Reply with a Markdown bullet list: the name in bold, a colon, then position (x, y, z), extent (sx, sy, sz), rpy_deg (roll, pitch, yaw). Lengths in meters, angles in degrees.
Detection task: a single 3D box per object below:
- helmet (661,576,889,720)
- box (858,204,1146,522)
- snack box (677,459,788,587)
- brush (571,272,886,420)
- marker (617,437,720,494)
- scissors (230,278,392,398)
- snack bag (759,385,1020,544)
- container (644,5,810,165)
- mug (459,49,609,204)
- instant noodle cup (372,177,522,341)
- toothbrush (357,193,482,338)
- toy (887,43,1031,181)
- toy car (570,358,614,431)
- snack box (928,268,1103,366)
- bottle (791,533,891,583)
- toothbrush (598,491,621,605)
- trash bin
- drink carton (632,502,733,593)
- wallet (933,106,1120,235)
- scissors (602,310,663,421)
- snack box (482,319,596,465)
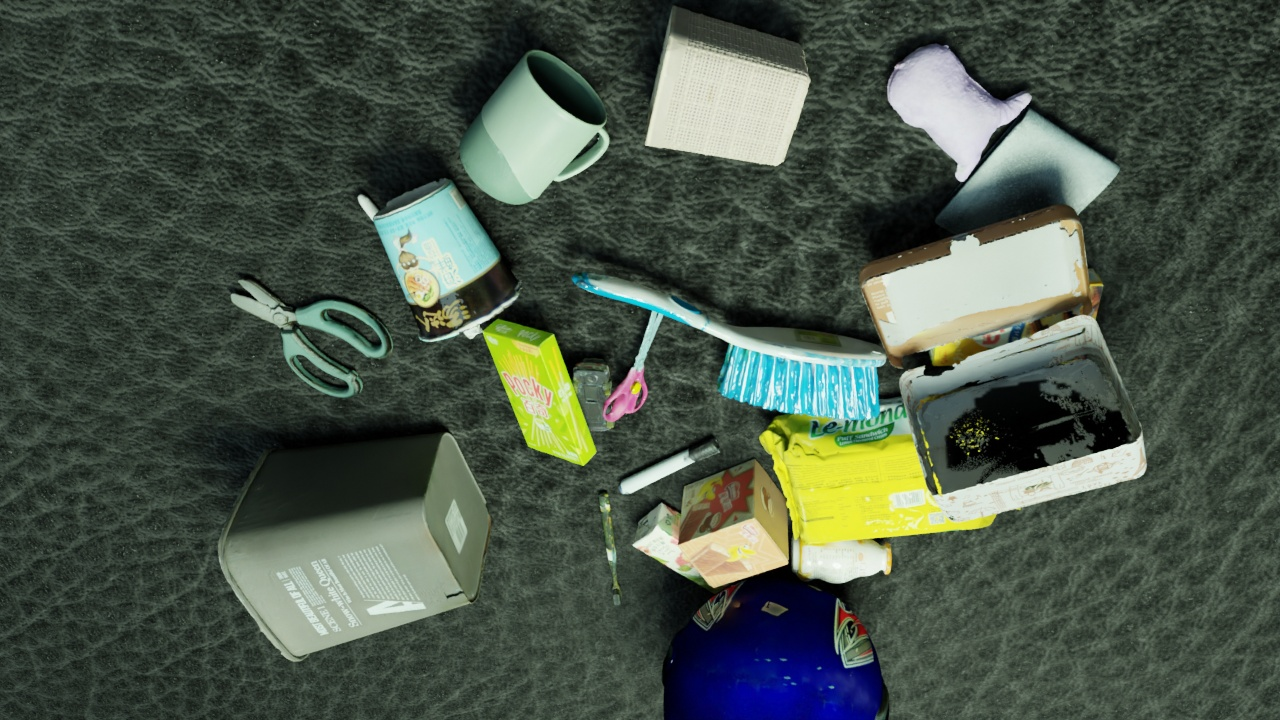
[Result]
- **helmet**: position (0.155, 0.369, 1.043), extent (0.247, 0.240, 0.315), rpy_deg (13, 172, 15)
- **box**: position (0.307, 0.018, 0.770), extent (0.181, 0.157, 0.217), rpy_deg (-17, 135, 19)
- **snack box**: position (0.102, 0.177, 0.999), extent (0.095, 0.092, 0.077), rpy_deg (-25, 119, 24)
- **brush**: position (0.085, -0.014, 0.878), extent (0.314, 0.060, 0.110), rpy_deg (8, 121, -3)
- **marker**: position (0.031, 0.118, 1.013), extent (0.131, 0.018, 0.022), rpy_deg (-29, 127, 25)
- **scissors**: position (-0.354, -0.019, 0.965), extent (0.179, 0.019, 0.162), rpy_deg (20, 127, -9)
- **snack bag**: position (0.260, 0.117, 0.949), extent (0.247, 0.068, 0.158), rpy_deg (-10, 124, 14)
- **container**: position (0.068, -0.212, 0.721), extent (0.111, 0.089, 0.090), rpy_deg (12, 127, -4)
- **mug**: position (-0.083, -0.187, 0.773), extent (0.111, 0.082, 0.107), rpy_deg (14, 134, -43)
- **instant noodle cup**: position (-0.183, -0.096, 0.837), extent (0.111, 0.111, 0.120), rpy_deg (-17, 114, 19)
- **toothbrush**: position (-0.213, -0.091, 0.895), extent (0.016, 0.016, 0.180), rpy_deg (-27, 119, 16)
- **toy**: position (0.247, -0.206, 0.731), extent (0.108, 0.038, 0.084), rpy_deg (35, 109, -11)
- **toy car**: position (-0.048, 0.038, 0.954), extent (0.042, 0.035, 0.091), rpy_deg (4, 132, 7)
- **snack box**: position (0.341, -0.039, 0.845), extent (0.140, 0.033, 0.087), rpy_deg (0, 126, 10)
- **bottle**: position (0.225, 0.219, 1.031), extent (0.108, 0.063, 0.063), rpy_deg (2, 126, 7)
- **toothbrush**: position (-0.036, 0.229, 1.104), extent (0.012, 0.017, 0.186), rpy_deg (-2, 126, 4)
- **trash bin**: position (-0.300, 0.194, 1.016), extent (0.220, 0.198, 0.199), rpy_deg (-12, 124, 9)
- **drink carton**: position (0.057, 0.218, 1.065), extent (0.122, 0.045, 0.054), rpy_deg (32, 129, -14)
- **wallet**: position (0.325, -0.142, 0.780), extent (0.097, 0.019, 0.121), rpy_deg (28, 126, -10)
- **scissors**: position (-0.007, 0.005, 0.913), extent (0.017, 0.071, 0.137), rpy_deg (37, 128, 28)
- **snack box**: position (-0.102, 0.034, 0.940), extent (0.086, 0.026, 0.156), rpy_deg (15, 135, 37)
